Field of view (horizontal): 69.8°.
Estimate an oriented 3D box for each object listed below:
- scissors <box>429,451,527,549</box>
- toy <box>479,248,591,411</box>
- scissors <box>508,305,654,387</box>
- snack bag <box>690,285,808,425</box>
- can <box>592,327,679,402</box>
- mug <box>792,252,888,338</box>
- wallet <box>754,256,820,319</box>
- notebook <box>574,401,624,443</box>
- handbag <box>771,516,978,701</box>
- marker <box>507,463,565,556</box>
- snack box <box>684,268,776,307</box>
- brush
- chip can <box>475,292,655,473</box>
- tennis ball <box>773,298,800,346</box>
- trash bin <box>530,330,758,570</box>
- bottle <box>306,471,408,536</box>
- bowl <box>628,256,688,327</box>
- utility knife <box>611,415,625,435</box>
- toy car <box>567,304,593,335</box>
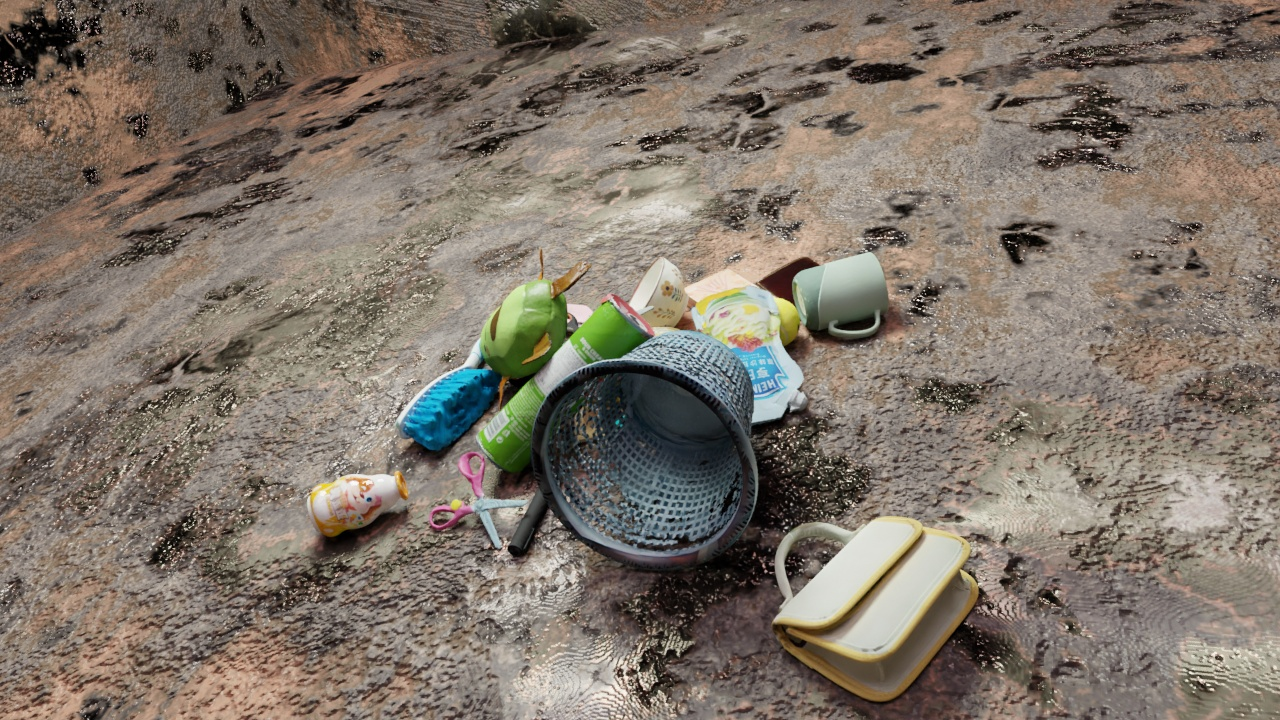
[{"bbox_3d":[-0.181,0.154,1.029,0.134,0.017,0.128,-8,62,26],"label":"scissors"},{"bbox_3d":[-0.145,-0.039,1.159,0.247,0.090,0.226,-24,46,62],"label":"toy"},{"bbox_3d":[-0.090,-0.035,1.251,0.221,0.022,0.222,-34,32,0],"label":"scissors"},{"bbox_3d":[0.131,-0.005,1.115,0.110,0.039,0.190,-8,55,-7],"label":"snack bag"},{"bbox_3d":[-0.007,0.007,1.153,0.148,0.075,0.049,-12,36,6],"label":"can"},{"bbox_3d":[0.262,-0.076,1.193,0.106,0.082,0.111,-15,63,-1],"label":"mug"},{"bbox_3d":[0.230,-0.103,1.296,0.096,0.020,0.122,-27,35,-11],"label":"wallet"},{"bbox_3d":[-0.015,0.030,1.197,0.148,0.008,0.207,-12,32,4],"label":"notebook"},{"bbox_3d":[0.185,0.196,0.813,0.163,0.063,0.179,-35,34,-32],"label":"handbag"},{"bbox_3d":[-0.114,0.163,1.018,0.022,0.020,0.131,-3,34,21],"label":"marker"},{"bbox_3d":[0.131,-0.079,1.291,0.084,0.026,0.157,-25,33,-16],"label":"snack box"},{"bbox_3d":[-0.232,0.016,1.272,0.110,0.060,0.313,3,33,31],"label":"brush"},{"bbox_3d":[-0.089,0.029,1.064,0.236,0.072,0.072,-46,31,11],"label":"chip can"},{"bbox_3d":[0.174,-0.049,1.189,0.065,0.065,0.065,-11,32,7],"label":"tennis ball"},{"bbox_3d":[0.028,0.070,0.952,0.227,0.227,0.194,-1,21,20],"label":"trash bin"},{"bbox_3d":[-0.327,0.162,1.067,0.108,0.063,0.063,-18,32,-6],"label":"bottle"},{"bbox_3d":[0.028,-0.082,1.285,0.062,0.114,0.113,26,30,-14],"label":"bowl"},{"bbox_3d":[0.054,0.047,1.120,0.209,0.013,0.029,-23,31,-7],"label":"utility knife"},{"bbox_3d":[-0.127,-0.066,1.368,0.122,0.037,0.056,3,38,25],"label":"toy car"}]
